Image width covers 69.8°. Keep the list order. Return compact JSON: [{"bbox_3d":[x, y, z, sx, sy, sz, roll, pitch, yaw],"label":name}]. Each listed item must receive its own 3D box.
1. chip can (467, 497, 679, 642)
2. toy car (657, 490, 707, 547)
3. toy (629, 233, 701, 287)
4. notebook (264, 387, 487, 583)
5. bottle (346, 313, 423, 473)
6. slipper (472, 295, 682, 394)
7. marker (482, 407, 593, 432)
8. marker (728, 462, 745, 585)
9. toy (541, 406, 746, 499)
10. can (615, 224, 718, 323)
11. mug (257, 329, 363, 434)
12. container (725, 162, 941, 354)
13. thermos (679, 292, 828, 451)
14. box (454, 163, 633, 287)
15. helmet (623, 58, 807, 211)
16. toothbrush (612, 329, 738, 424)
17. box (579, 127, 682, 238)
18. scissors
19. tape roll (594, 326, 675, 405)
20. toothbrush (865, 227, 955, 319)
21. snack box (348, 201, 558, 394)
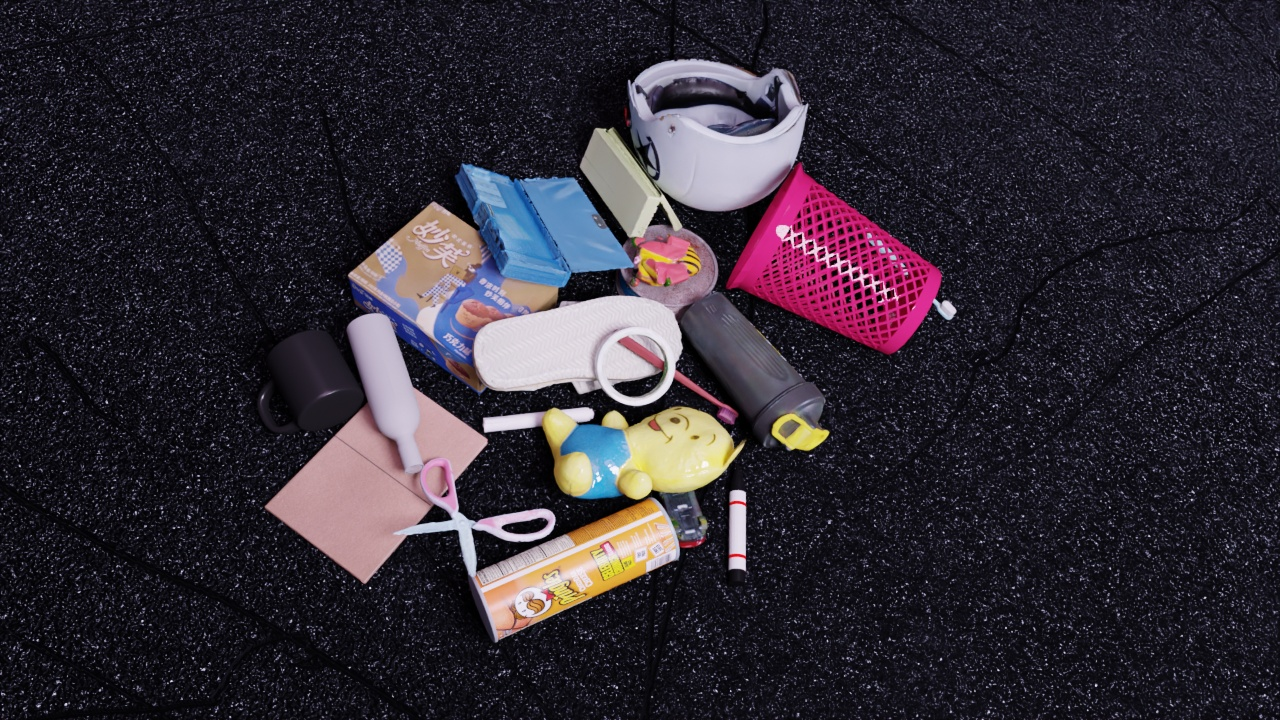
[{"bbox_3d":[-0.070,0.222,0.983,0.214,0.075,0.075,-20,66,-20],"label":"chip can"},{"bbox_3d":[0.047,0.172,1.053,0.042,0.036,0.091,-8,51,-12],"label":"toy car"},{"bbox_3d":[0.030,-0.125,1.164,0.103,0.046,0.084,-13,50,-21],"label":"toy"},{"bbox_3d":[-0.294,0.127,1.038,0.141,0.008,0.208,33,61,10],"label":"notebook"},{"bbox_3d":[-0.286,0.040,1.051,0.052,0.053,0.195,-16,64,-18],"label":"bottle"},{"bbox_3d":[-0.074,-0.017,1.103,0.272,0.054,0.114,-7,90,-30],"label":"slipper"},{"bbox_3d":[-0.121,0.070,1.093,0.133,0.020,0.017,-5,66,-13],"label":"marker"},{"bbox_3d":[0.113,0.188,1.066,0.019,0.019,0.145,7,60,-6],"label":"marker"},{"bbox_3d":[0.002,0.106,1.043,0.214,0.084,0.149,-6,28,-10],"label":"toy"},{"bbox_3d":[0.034,-0.114,1.209,0.130,0.044,0.129,4,60,-7],"label":"can"},{"bbox_3d":[-0.384,0.034,1.044,0.113,0.078,0.088,-36,70,3],"label":"mug"},{"bbox_3d":[0.254,-0.117,1.185,0.226,0.184,0.182,30,60,-1],"label":"container"},{"bbox_3d":[0.138,0.016,1.128,0.098,0.098,0.220,-27,64,-22],"label":"thermos"},{"bbox_3d":[-0.129,-0.173,1.180,0.176,0.048,0.231,1,39,-28],"label":"box"},{"bbox_3d":[0.096,-0.303,1.256,0.236,0.164,0.263,-11,41,-18],"label":"helmet"},{"bbox_3d":[0.042,0.021,1.114,0.190,0.016,0.016,35,67,-14],"label":"toothbrush"},{"bbox_3d":[-0.016,-0.243,1.232,0.090,0.078,0.188,-12,46,-18],"label":"box"},{"bbox_3d":[-0.181,0.164,0.991,0.172,0.013,0.170,-2,38,-21],"label":"scissors"},{"bbox_3d":[-0.006,0.006,1.083,0.093,0.018,0.094,-1,94,-14],"label":"tape roll"},{"bbox_3d":[0.375,-0.126,1.291,0.016,0.017,0.180,-32,69,-24],"label":"toothbrush"},{"bbox_3d":[-0.227,-0.080,1.132,0.203,0.069,0.154,35,60,11],"label":"snack box"}]
